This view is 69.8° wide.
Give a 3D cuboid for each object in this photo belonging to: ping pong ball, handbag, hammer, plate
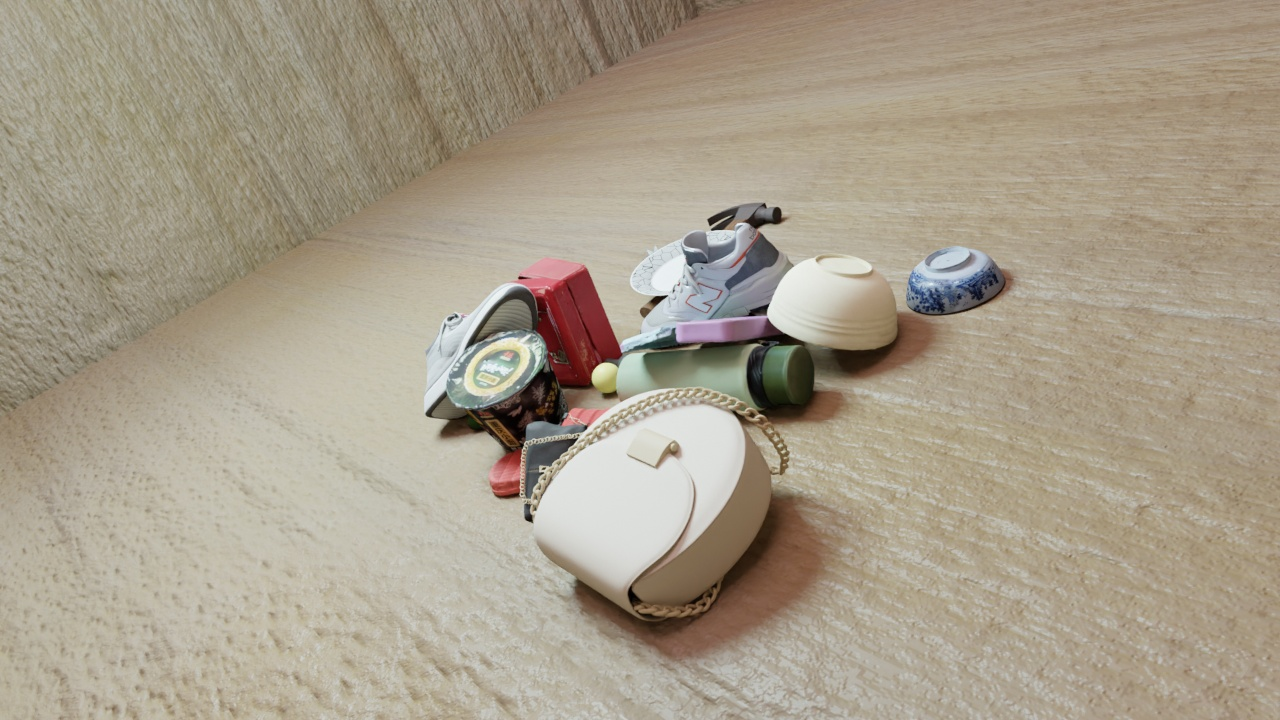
[{"bbox_3d":[-0.044,0.023,1.209,0.040,0.040,0.040,-20,26,10],"label":"ping pong ball"},{"bbox_3d":[0.016,0.131,0.874,0.211,0.103,0.208,18,63,48],"label":"handbag"},{"bbox_3d":[0.102,-0.162,1.446,0.115,0.033,0.321,5,39,43],"label":"hammer"},{"bbox_3d":[0.076,-0.142,1.379,0.189,0.016,0.188,-17,29,10],"label":"plate"},{"bbox_3d":[-0.087,0.121,1.001,0.079,0.128,0.054,-3,-14,8],"label":"handbag"}]

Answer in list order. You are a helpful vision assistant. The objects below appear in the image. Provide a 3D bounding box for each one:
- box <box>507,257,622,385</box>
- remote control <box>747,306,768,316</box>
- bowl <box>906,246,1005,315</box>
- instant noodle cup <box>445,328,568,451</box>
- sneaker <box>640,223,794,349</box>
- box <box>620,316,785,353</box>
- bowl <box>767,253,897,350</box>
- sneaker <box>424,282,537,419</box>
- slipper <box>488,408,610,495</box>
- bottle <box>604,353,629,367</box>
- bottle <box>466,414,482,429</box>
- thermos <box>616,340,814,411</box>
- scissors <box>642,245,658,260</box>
[{"bbox_3d":[-0.107,-0.056,1.284,0.134,0.157,0.110,7,34,45],"label":"box"},{"bbox_3d":[0.155,-0.072,1.248,0.033,0.013,0.136,-28,25,-8],"label":"remote control"},{"bbox_3d":[0.367,-0.103,1.086,0.114,0.045,0.114,-20,26,10],"label":"bowl"},{"bbox_3d":[-0.161,0.044,1.169,0.137,0.112,0.137,-15,42,14],"label":"instant noodle cup"},{"bbox_3d":[0.083,-0.110,1.227,0.240,0.124,0.088,-21,31,23],"label":"sneaker"},{"bbox_3d":[0.084,-0.033,1.108,0.151,0.035,0.213,-10,-1,30],"label":"box"},{"bbox_3d":[0.227,-0.077,1.058,0.151,0.075,0.150,5,27,-3],"label":"bowl"},{"bbox_3d":[-0.230,-0.035,1.272,0.264,0.096,0.128,-47,51,36],"label":"sneaker"},{"bbox_3d":[-0.078,0.096,1.075,0.249,0.059,0.103,-16,24,24],"label":"slipper"},{"bbox_3d":[-0.007,0.007,1.219,0.113,0.030,0.030,6,39,46],"label":"bottle"},{"bbox_3d":[-0.189,0.074,1.255,0.106,0.025,0.025,-13,28,22],"label":"bottle"},{"bbox_3d":[0.086,0.019,1.059,0.232,0.082,0.082,-5,32,36],"label":"thermos"},{"bbox_3d":[0.032,-0.165,1.524,0.148,0.019,0.123,0,38,50],"label":"scissors"}]
